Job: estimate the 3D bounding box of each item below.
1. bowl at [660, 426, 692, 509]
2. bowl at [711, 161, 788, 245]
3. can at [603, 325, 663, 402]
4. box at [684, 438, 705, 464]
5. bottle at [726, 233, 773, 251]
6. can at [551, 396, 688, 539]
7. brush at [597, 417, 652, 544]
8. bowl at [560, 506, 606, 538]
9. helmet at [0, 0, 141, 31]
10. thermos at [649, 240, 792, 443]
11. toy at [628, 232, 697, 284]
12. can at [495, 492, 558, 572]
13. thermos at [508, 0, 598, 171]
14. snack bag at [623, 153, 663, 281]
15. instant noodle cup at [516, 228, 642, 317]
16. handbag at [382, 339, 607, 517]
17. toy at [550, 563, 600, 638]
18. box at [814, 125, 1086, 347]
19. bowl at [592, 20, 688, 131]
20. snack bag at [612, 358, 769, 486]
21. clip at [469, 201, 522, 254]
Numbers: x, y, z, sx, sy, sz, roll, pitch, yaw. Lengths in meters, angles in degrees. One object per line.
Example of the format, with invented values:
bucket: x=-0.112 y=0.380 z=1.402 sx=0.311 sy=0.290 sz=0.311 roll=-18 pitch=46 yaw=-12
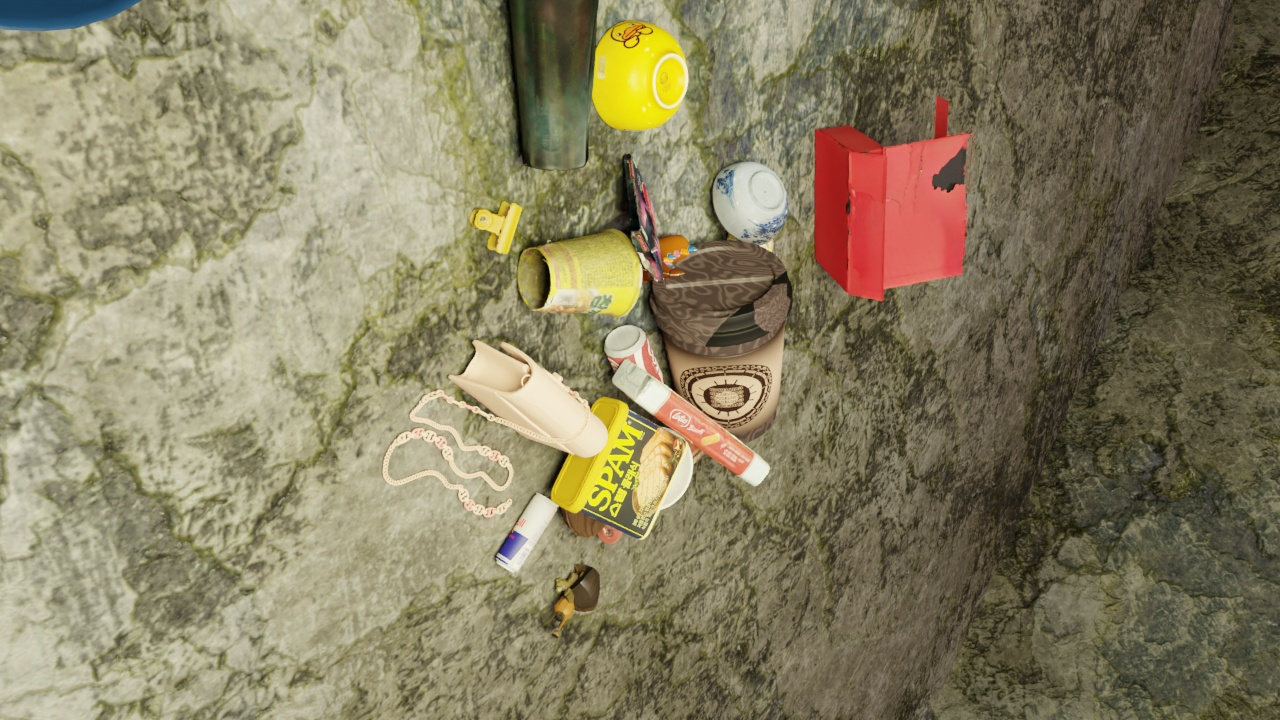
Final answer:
bowl: x=0.009 y=0.132 z=1.147 sx=0.104 sy=0.054 sz=0.105 roll=-1 pitch=93 yaw=-23
bowl: x=0.151 y=-0.209 z=1.179 sx=0.114 sy=0.045 sz=0.114 roll=8 pitch=73 yaw=-28
can: x=-0.007 y=0.007 z=1.132 sx=0.053 sy=0.054 sz=0.097 roll=-47 pitch=137 yaw=-25
box: x=0.072 y=0.106 z=1.254 sx=0.186 sy=0.079 sz=0.054 roll=-39 pitch=106 yaw=-30
bottle: x=0.147 y=-0.161 z=1.228 sx=0.063 sy=0.063 sz=0.109 roll=10 pitch=87 yaw=-51
can: x=-0.022 y=0.126 z=1.063 sx=0.104 sy=0.075 sz=0.135 roll=30 pitch=80 yaw=-26
brush: x=-0.019 y=0.155 z=1.196 sx=0.030 sy=0.041 sz=0.172 roll=-92 pitch=-161 yaw=-86
bowl: x=-0.069 y=0.157 z=1.135 sx=0.119 sy=0.032 sz=0.119 roll=-21 pitch=115 yaw=-55
helmet: x=-0.330 y=-0.332 z=0.458 sx=0.273 sy=0.223 sz=0.232 roll=-41 pitch=158 yaw=12
thermos: x=0.108 y=-0.015 z=1.175 sx=0.172 sy=0.173 sz=0.226 roll=-40 pitch=139 yaw=-31
toy: x=0.033 y=-0.121 z=1.084 sx=0.090 sy=0.103 sz=0.071 roll=-24 pitch=122 yaw=-34
can: x=-0.135 y=0.204 z=1.088 sx=0.095 sy=0.032 sz=0.032 roll=-58 pitch=140 yaw=-13
thermos: x=-0.083 y=-0.298 z=0.877 sx=0.097 sy=0.098 sz=0.221 roll=-25 pitch=129 yaw=-41
snack bag: x=0.001 y=-0.160 z=1.019 sx=0.018 sy=0.155 sz=0.075 roll=-18 pitch=133 yaw=11
instant noodle cup: x=-0.069 y=-0.091 z=0.989 sx=0.108 sy=0.102 sz=0.102 roll=-9 pitch=113 yaw=-38
handbag: x=-0.135 y=0.097 z=0.972 sx=0.187 sy=0.117 sz=0.199 roll=-59 pitch=140 yaw=-13
toy: x=-0.089 y=0.307 z=1.168 sx=0.099 sy=0.062 sz=0.076 roll=-54 pitch=178 yaw=-39
box: x=0.371 y=-0.172 z=1.220 sx=0.107 sy=0.410 sz=0.212 roll=-23 pitch=123 yaw=-27
bowl: x=0.009 y=-0.306 z=0.997 sx=0.117 sy=0.068 sz=0.117 roll=-23 pitch=123 yaw=-42
snack bag: x=0.063 y=0.078 z=1.110 sx=0.225 sy=0.077 sz=0.041 roll=35 pitch=91 yaw=-31
clip: x=-0.145 y=-0.137 z=0.926 sx=0.048 sy=0.045 sz=0.054 roll=6 pitch=105 yaw=-76
